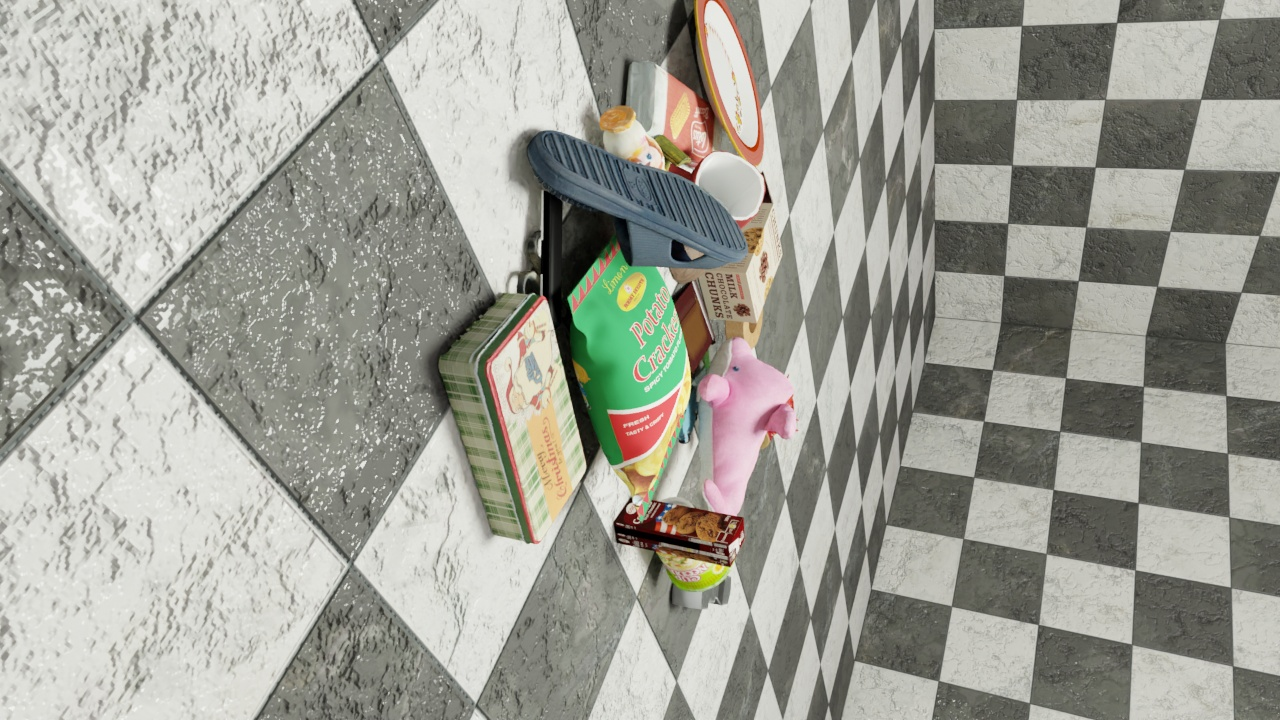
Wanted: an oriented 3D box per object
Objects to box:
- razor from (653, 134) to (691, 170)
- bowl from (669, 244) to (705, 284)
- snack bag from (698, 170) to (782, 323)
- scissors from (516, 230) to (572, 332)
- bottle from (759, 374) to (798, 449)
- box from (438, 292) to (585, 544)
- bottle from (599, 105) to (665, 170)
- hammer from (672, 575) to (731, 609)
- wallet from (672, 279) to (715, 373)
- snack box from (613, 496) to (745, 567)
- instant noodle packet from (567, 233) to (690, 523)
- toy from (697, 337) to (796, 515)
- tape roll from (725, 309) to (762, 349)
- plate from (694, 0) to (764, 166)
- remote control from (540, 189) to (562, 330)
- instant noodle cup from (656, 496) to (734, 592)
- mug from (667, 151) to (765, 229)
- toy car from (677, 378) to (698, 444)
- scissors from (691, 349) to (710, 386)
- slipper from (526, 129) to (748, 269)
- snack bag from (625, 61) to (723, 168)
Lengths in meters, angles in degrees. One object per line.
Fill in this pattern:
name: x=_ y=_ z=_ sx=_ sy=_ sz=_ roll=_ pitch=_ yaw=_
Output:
razor: x=0.018 y=-0.189 z=0.993 sx=0.026 sy=0.042 sz=0.106 roll=-32 pitch=158 yaw=-39
bowl: x=0.069 y=-0.153 z=1.151 sx=0.117 sy=0.030 sz=0.118 roll=8 pitch=90 yaw=-66
snack bag: x=0.150 y=-0.162 z=1.283 sx=0.094 sy=0.070 sz=0.205 roll=70 pitch=36 yaw=-46
scissors: x=-0.082 y=-0.045 z=0.866 sx=0.132 sy=0.013 sz=0.170 roll=-59 pitch=149 yaw=-52
bottle: x=0.193 y=0.073 z=1.409 sx=0.110 sy=0.099 sz=0.099 roll=-55 pitch=144 yaw=-36
box: x=-0.104 y=0.051 z=0.801 sx=0.117 sy=0.050 sz=0.206 roll=-53 pitch=143 yaw=-47
bottle: x=-0.009 y=-0.202 z=0.921 sx=0.108 sy=0.063 sz=0.063 roll=65 pitch=39 yaw=-49
hammer: x=0.108 y=0.197 z=1.336 sx=0.156 sy=0.043 sz=0.322 roll=25 pitch=71 yaw=-65
wallet: x=0.064 y=-0.042 z=1.161 sx=0.115 sy=0.018 sz=0.091 roll=-48 pitch=122 yaw=-55
snack box: x=0.045 y=0.196 z=1.059 sx=0.050 sy=0.141 sz=0.032 roll=-50 pitch=140 yaw=-51
instant noodle packet: x=-0.006 y=0.006 z=0.941 sx=0.195 sy=0.090 sz=0.253 roll=-62 pitch=141 yaw=-56
toy: x=0.134 y=0.088 z=1.156 sx=0.187 sy=0.128 sz=0.265 roll=59 pitch=38 yaw=-57
tape roll: x=0.156 y=-0.063 z=1.376 sx=0.094 sy=0.027 sz=0.094 roll=8 pitch=90 yaw=-66
plate: x=0.105 y=-0.349 z=1.133 sx=0.230 sy=0.021 sz=0.229 roll=43 pitch=41 yaw=-53
remote control: x=-0.079 y=-0.089 z=0.823 sx=0.028 sy=0.012 sz=0.124 roll=2 pitch=89 yaw=-71
instant noodle cup: x=0.058 y=0.229 z=1.169 sx=0.108 sy=0.099 sz=0.098 roll=54 pitch=48 yaw=-47
mug: x=0.072 y=-0.190 z=1.062 sx=0.080 sy=0.116 sz=0.097 roll=-69 pitch=-169 yaw=-19
toy car: x=0.051 y=0.064 z=1.166 sx=0.107 sy=0.027 sz=0.060 roll=-63 pitch=146 yaw=-63
scissors: x=0.092 y=0.015 z=1.249 sx=0.172 sy=0.021 sz=0.171 roll=-41 pitch=130 yaw=-74
slipper: x=-0.006 y=-0.132 z=0.871 sx=0.263 sy=0.083 sz=0.101 roll=15 pitch=39 yaw=-38
snack bag: x=0.043 y=-0.272 z=1.049 sx=0.224 sy=0.041 sz=0.077 roll=-1 pitch=96 yaw=-65
